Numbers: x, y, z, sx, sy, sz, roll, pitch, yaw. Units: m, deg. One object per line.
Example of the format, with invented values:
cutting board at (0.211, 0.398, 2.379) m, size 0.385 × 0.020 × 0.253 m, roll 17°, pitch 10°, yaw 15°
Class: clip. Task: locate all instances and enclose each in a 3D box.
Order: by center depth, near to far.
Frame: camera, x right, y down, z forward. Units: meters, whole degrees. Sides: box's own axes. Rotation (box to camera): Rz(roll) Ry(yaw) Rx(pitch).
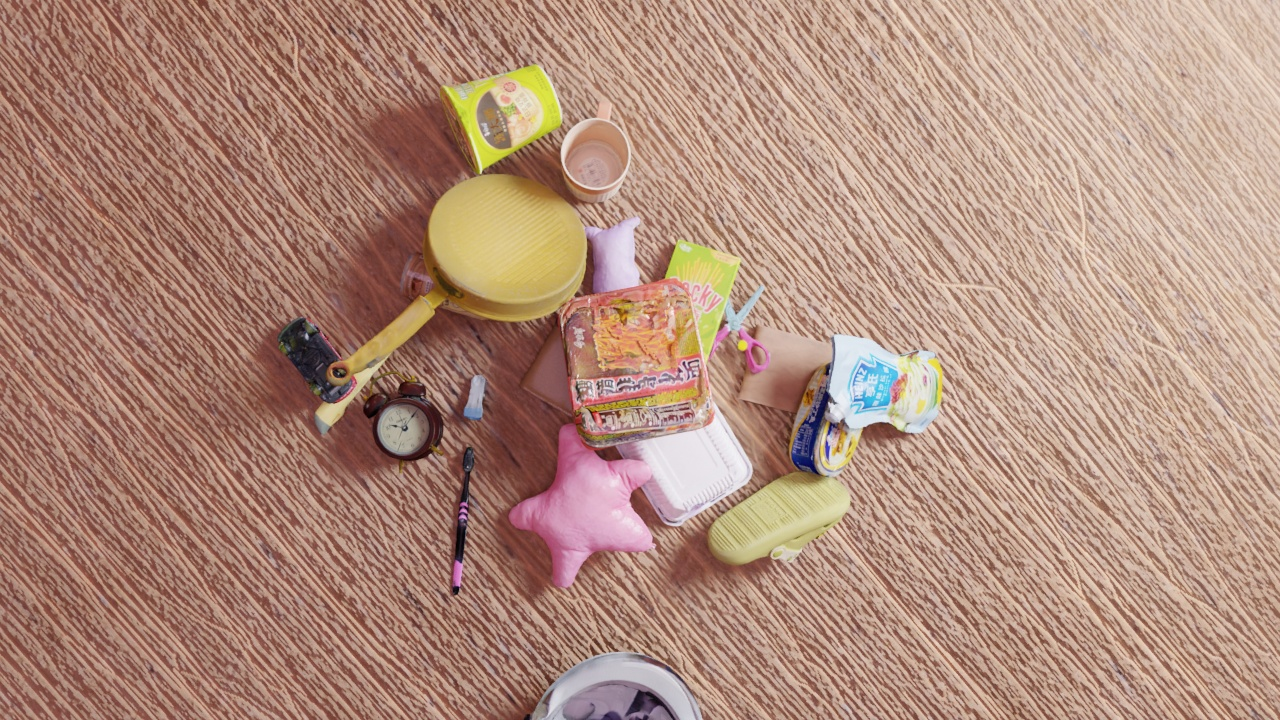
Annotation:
clip at (-0.206, 0.046, 1.156) m, size 0.027 × 0.045 × 0.058 m, roll 12°, pitch 79°, yaw -1°

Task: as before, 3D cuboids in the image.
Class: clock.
clock at (-0.293, 0.072, 1.131) m, size 0.082 × 0.055 × 0.122 m, roll -23°, pitch 90°, yaw -4°

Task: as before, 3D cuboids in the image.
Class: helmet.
helmet at (-0.037, 0.473, 1.104) m, size 0.229 × 0.146 × 0.258 m, roll 9°, pitch 81°, yaw -5°

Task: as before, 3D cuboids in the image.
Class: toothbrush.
toothbrush at (-0.224, 0.203, 1.155) m, size 0.014 × 0.018 × 0.189 m, roll 6°, pitch 91°, yaw -6°

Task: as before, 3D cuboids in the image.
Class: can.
can at (-0.233, -0.091, 1.134) m, size 0.116 × 0.058 × 0.058 m, roll 17°, pitch 88°, yaw -4°
can at (0.241, 0.074, 1.156) m, size 0.074 × 0.049 × 0.148 m, roll 26°, pitch 81°, yaw -32°

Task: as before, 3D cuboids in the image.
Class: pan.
pan at (-0.218, -0.088, 1.078) m, size 0.197 × 0.078 × 0.356 m, roll 44°, pitch 59°, yaw 12°

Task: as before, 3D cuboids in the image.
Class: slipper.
slipper at (0.174, 0.210, 1.160) m, size 0.190 × 0.091 × 0.082 m, roll -23°, pitch 131°, yaw -13°

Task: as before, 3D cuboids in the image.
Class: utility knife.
utility knife at (-0.345, 0.014, 1.146) m, size 0.031 × 0.020 × 0.188 m, roll 41°, pitch 93°, yaw -7°

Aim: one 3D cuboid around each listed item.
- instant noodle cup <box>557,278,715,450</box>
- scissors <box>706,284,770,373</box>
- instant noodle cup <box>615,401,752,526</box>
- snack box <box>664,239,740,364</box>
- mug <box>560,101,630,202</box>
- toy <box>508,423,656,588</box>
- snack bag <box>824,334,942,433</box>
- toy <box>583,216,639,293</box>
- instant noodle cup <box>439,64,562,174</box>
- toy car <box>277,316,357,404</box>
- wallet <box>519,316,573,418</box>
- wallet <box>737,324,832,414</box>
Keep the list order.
instant noodle cup at (-0.006, 0.006, 1.094) m, size 0.164 × 0.079 × 0.188 m, roll -10°, pitch 79°, yaw 0°
scissors at (0.114, -0.040, 1.175) m, size 0.131 × 0.017 × 0.133 m, roll -23°, pitch 79°, yaw 9°
instant noodle cup at (0.051, 0.111, 1.155) m, size 0.138 × 0.060 × 0.173 m, roll -32°, pitch 93°, yaw -4°
snack box at (0.063, -0.067, 1.163) m, size 0.086 × 0.026 × 0.156 m, roll 19°, pitch 88°, yaw 9°
mug at (-0.054, -0.256, 1.124) m, size 0.081 × 0.106 × 0.114 m, roll 9°, pitch 89°, yaw -4°
toy at (-0.064, 0.193, 1.134) m, size 0.178 × 0.074 × 0.195 m, roll 31°, pitch 98°, yaw 8°
snack bag at (0.301, 0.032, 1.139) m, size 0.190 × 0.039 × 0.110 m, roll 7°, pitch 98°, yaw -34°
toy at (-0.036, -0.122, 1.159) m, size 0.084 × 0.039 × 0.108 m, roll -6°, pitch 94°, yaw 13°
instant noodle cup at (-0.166, -0.303, 1.121) m, size 0.123 × 0.112 × 0.111 m, roll -26°, pitch 92°, yaw -11°
toy car at (-0.396, 0.001, 1.128) m, size 0.053 × 0.045 × 0.120 m, roll -40°, pitch 78°, yaw -1°
wallet at (-0.088, 0.005, 1.159) m, size 0.090 × 0.033 × 0.115 m, roll 30°, pitch 89°, yaw -1°
wallet at (0.191, 0.016, 1.185) m, size 0.115 × 0.020 × 0.101 m, roll 15°, pitch 88°, yaw -7°
